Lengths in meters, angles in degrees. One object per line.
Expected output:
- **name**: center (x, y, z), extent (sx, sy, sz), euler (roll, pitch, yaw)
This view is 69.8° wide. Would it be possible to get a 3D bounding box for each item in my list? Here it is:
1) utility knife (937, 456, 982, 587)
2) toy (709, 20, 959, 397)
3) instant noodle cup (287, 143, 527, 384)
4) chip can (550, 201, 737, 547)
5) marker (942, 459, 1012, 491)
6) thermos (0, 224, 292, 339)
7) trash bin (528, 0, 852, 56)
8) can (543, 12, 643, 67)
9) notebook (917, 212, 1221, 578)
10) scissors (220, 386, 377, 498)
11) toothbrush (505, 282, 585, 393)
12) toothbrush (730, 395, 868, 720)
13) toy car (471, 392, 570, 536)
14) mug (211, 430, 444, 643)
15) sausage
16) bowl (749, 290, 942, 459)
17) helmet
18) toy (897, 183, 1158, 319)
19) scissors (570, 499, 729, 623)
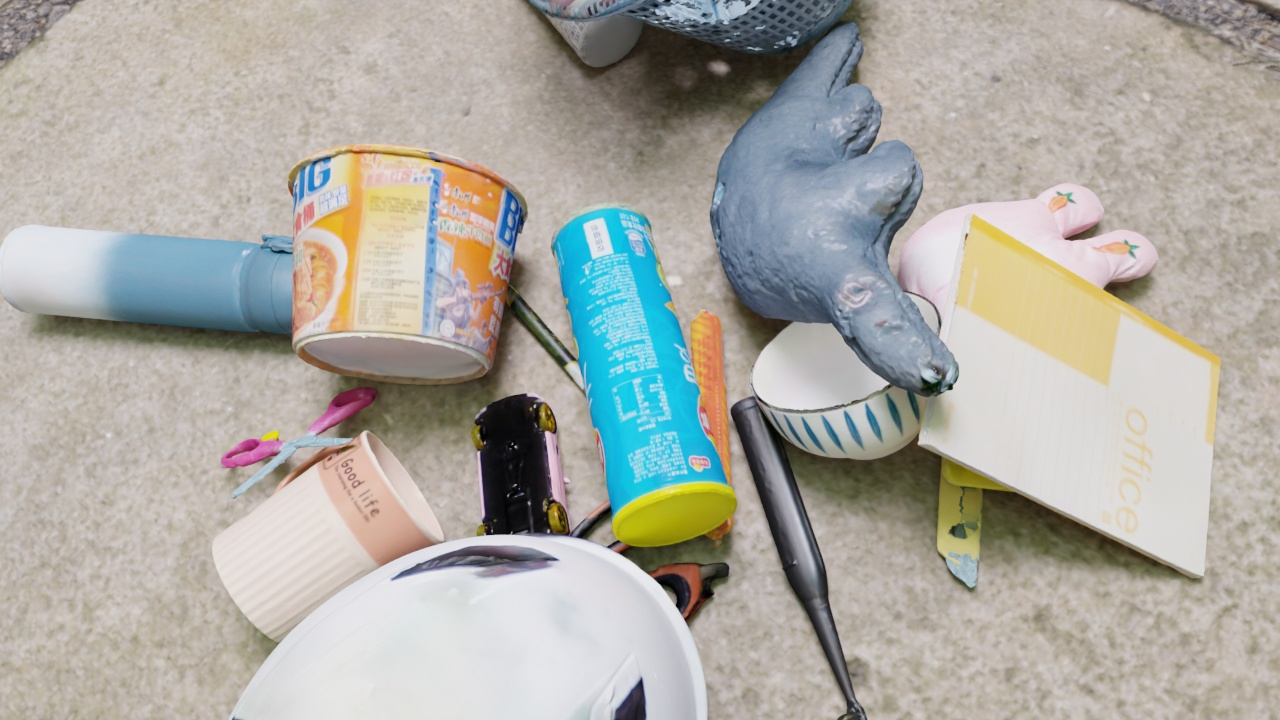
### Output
- **utility knife**: center (0.202, 0.058, 0.567), extent (0.031, 0.018, 0.162), euler (7, 72, 11)
- **toy**: center (0.109, -0.099, 0.576), extent (0.138, 0.091, 0.355), euler (-27, 39, 24)
- **instant noodle cup**: center (-0.150, -0.051, 0.579), extent (0.151, 0.151, 0.111), euler (1, 75, 6)
- **chip can**: center (-0.003, 0.003, 0.562), extent (0.071, 0.071, 0.210), euler (-15, 58, -1)
- **marker**: center (0.242, 0.072, 0.548), extent (0.124, 0.015, 0.018), euler (6, 73, -3)
- **thermos**: center (-0.325, -0.057, 0.637), extent (0.220, 0.070, 0.070), euler (4, 68, 8)
- **trash bin**: center (0.050, -0.306, 0.612), extent (0.227, 0.194, 0.226), euler (-6, 80, 41)
- **can**: center (-0.059, -0.296, 0.715), extent (0.058, 0.058, 0.146), euler (-32, 68, -8)
- **notebook**: center (0.253, 0.022, 0.524), extent (0.206, 0.010, 0.145), euler (25, 68, -17)
- **scissors**: center (-0.211, 0.048, 0.576), extent (0.134, 0.017, 0.135), euler (-6, 23, 42)
- **toothbrush**: center (-0.043, 0.004, 0.609), extent (0.012, 0.017, 0.186), euler (-24, 62, -40)
- **toothbrush**: center (0.095, 0.121, 0.542), extent (0.027, 0.026, 0.212), euler (3, 60, -37)
- **toy car**: center (-0.073, 0.077, 0.572), extent (0.056, 0.037, 0.122), euler (-16, 55, 8)
- **mug**: center (-0.191, 0.098, 0.557), extent (0.106, 0.082, 0.114), euler (-35, 42, -8)
- **sausage**: center (0.044, 0.037, 0.578), extent (0.021, 0.021, 0.165), euler (-3, 61, 4)
- **bowl**: center (0.131, 0.017, 0.549), extent (0.116, 0.066, 0.116), euler (-23, 27, 13)
- **helmet**: center (-0.099, 0.192, 0.434), extent (0.258, 0.146, 0.229), euler (-41, 64, -1)
- **toy**: center (0.249, -0.063, 0.592), extent (0.159, 0.054, 0.121), euler (-28, 59, -14)
- **scissors**: center (-0.048, 0.160, 0.545), extent (0.193, 0.015, 0.206), euler (16, 70, 11)
